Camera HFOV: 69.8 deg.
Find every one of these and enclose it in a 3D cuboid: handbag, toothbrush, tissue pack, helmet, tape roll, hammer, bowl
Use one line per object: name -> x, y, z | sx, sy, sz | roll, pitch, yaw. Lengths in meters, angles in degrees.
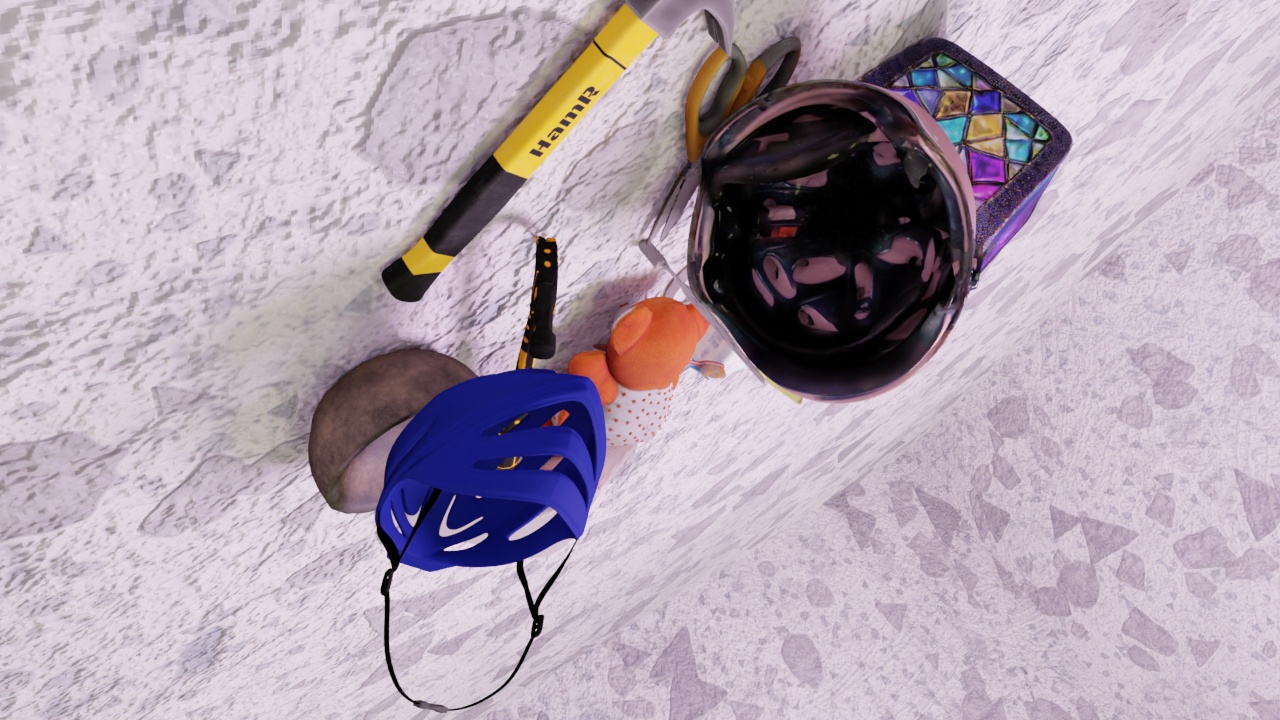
handbag -> 0.261, -0.166, 0.870 | 0.222, 0.205, 0.125 | -40, 160, -8
toothbrush -> 0.024, 0.000, 1.026 | 0.184, 0.015, 0.015 | 11, 143, -35
tissue pack -> -0.056, 0.118, 1.067 | 0.104, 0.071, 0.180 | -29, -169, 29
helmet -> 0.164, -0.100, 0.760 | 0.230, 0.255, 0.152 | -7, -168, 30
tissue pack -> 0.132, -0.051, 1.099 | 0.111, 0.070, 0.182 | -20, 156, -38
helmet -> -0.112, 0.127, 0.672 | 0.147, 0.227, 0.242 | 27, 132, -31
tape roll -> 0.067, -0.085, 0.997 | 0.093, 0.013, 0.093 | -31, 159, -13
hammer -> -0.065, -0.151, 0.618 | 0.325, 0.034, 0.169 | -43, 160, 20
hammer -> -0.104, 0.013, 0.806 | 0.036, 0.123, 0.321 | 5, 149, -12
bowl -> -0.205, 0.054, 0.775 | 0.162, 0.070, 0.162 | -31, 159, -14
toothbrush -> 0.052, -0.045, 0.817 | 0.010, 0.181, 0.010 | -16, 147, -38

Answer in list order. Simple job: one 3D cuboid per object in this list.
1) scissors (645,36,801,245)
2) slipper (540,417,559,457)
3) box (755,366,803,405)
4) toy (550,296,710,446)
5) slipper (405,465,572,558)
scissors -> 0.046, -0.173, 0.762 | 0.133, 0.016, 0.229 | -16, 151, -46
slipper -> -0.091, 0.066, 1.007 | 0.248, 0.059, 0.104 | -22, 155, -30
box -> 0.246, -0.061, 1.177 | 0.222, 0.082, 0.124 | -51, -169, 31
toy -> -0.006, 0.006, 0.938 | 0.163, 0.093, 0.173 | -9, 135, -43
slipper -> -0.178, 0.162, 1.074 | 0.265, 0.081, 0.113 | 20, 102, -49
